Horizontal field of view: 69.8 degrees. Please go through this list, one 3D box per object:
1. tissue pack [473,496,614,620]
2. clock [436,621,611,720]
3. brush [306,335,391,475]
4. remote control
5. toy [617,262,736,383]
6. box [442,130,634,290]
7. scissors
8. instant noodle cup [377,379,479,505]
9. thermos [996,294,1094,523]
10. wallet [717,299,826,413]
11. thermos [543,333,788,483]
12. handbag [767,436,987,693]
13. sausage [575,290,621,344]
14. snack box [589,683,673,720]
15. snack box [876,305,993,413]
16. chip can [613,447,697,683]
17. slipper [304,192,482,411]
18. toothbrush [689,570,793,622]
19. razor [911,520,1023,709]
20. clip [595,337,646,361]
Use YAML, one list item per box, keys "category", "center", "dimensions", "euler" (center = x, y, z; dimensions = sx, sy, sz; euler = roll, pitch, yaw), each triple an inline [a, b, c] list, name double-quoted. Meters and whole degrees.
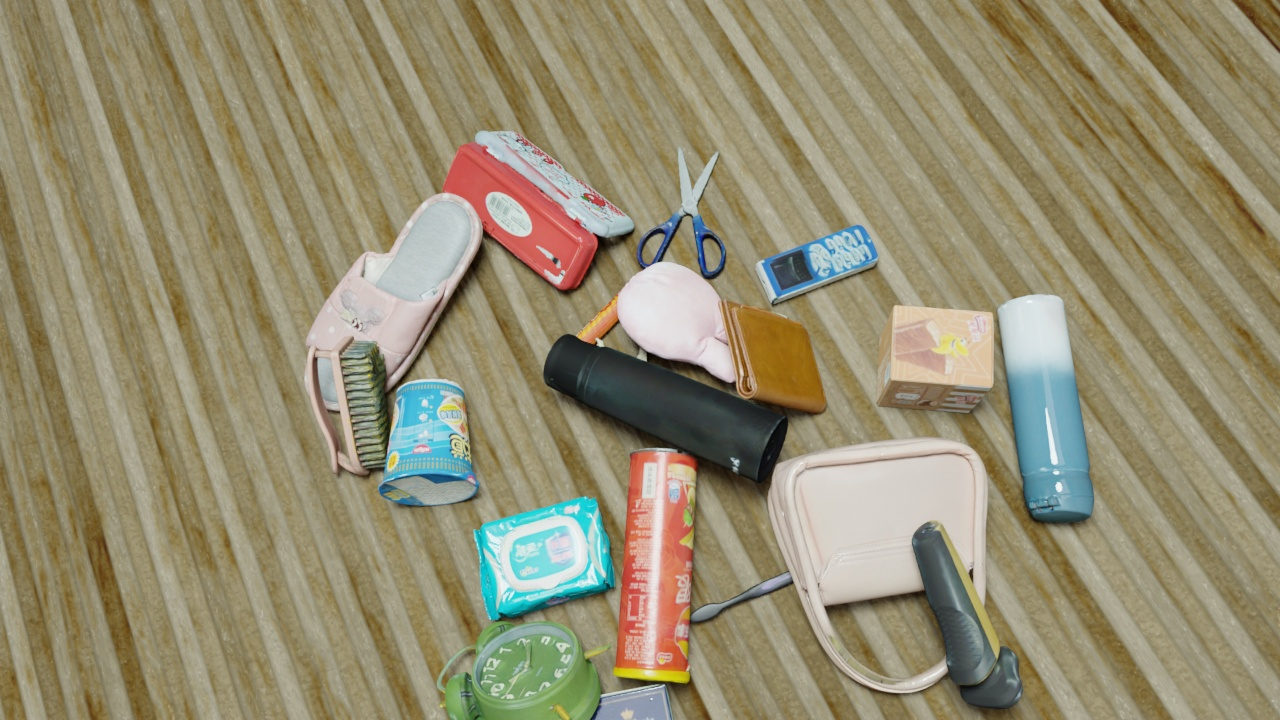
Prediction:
- category: "tissue pack"
  center: [-0.096, 0.195, 0.908]
  dimensions: [0.133, 0.050, 0.093]
  euler: [-17, 72, 1]
- category: "clock"
  center: [-0.114, 0.294, 0.846]
  dimensions: [0.161, 0.056, 0.115]
  euler: [-2, 26, 24]
- category: "brush"
  center: [-0.298, 0.051, 0.947]
  dimensions: [0.073, 0.063, 0.146]
  euler: [-4, 109, -2]
- category: "remote control"
  center: [0.191, -0.104, 0.990]
  dimensions: [0.125, 0.024, 0.049]
  euler: [-20, 71, -2]
- category: "toy"
  center: [0.053, -0.038, 0.957]
  dimensions: [0.159, 0.054, 0.121]
  euler: [34, 52, 6]
- category: "box"
  center: [-0.116, -0.173, 1.037]
  dimensions: [0.201, 0.100, 0.095]
  euler: [40, 120, 15]
- category: "scissors"
  center: [0.057, -0.161, 1.029]
  dimensions: [0.162, 0.012, 0.162]
  euler: [-41, 71, -9]
- category: "instant noodle cup"
  center: [-0.215, 0.082, 0.940]
  dimensions: [0.099, 0.099, 0.109]
  euler: [-7, 63, 3]
- category: "thermos"
  center: [0.397, 0.047, 0.900]
  dimensions: [0.070, 0.070, 0.220]
  euler: [-3, 73, 5]
- category: "wallet"
  center: [0.133, -0.010, 0.917]
  dimensions: [0.035, 0.130, 0.119]
  euler: [-31, 62, 34]
- category: "thermos"
  center: [0.023, 0.045, 0.908]
  dimensions: [0.243, 0.090, 0.068]
  euler: [22, 76, 24]
- category: "handbag"
  center: [0.232, 0.194, 0.863]
  dimensions: [0.193, 0.093, 0.234]
  euler: [-8, 81, -2]
- category: "sausage"
  center: [-0.043, -0.039, 0.994]
  dimensions: [0.021, 0.021, 0.165]
  euler: [42, 80, 16]
- category: "snack box"
  center: [-0.045, 0.404, 0.837]
  dimensions: [0.178, 0.046, 0.182]
  euler: [-12, 71, 2]
- category: "snack box"
  center: [0.289, 0.000, 0.909]
  dimensions: [0.094, 0.093, 0.077]
  euler: [5, 72, 8]
- category: "chip can"
  center: [0.016, 0.196, 0.885]
  dimensions: [0.073, 0.073, 0.216]
  euler: [1, 72, 6]
- category: "slipper"
  center: [-0.270, -0.063, 0.985]
  dimensions: [0.114, 0.054, 0.274]
  euler: [39, 92, 13]
- category: "toothbrush"
  center: [0.134, 0.217, 0.899]
  dimensions: [0.189, 0.017, 0.014]
  euler: [-21, 80, -4]
- category: "razor"
  center: [0.285, 0.223, 0.812]
  dimensions: [0.067, 0.062, 0.167]
  euler: [-20, 87, -31]
- category: "clip"
  center: [-0.015, 0.009, 0.971]
  dimensions: [0.086, 0.035, 0.104]
  euler: [-19, 79, -4]
